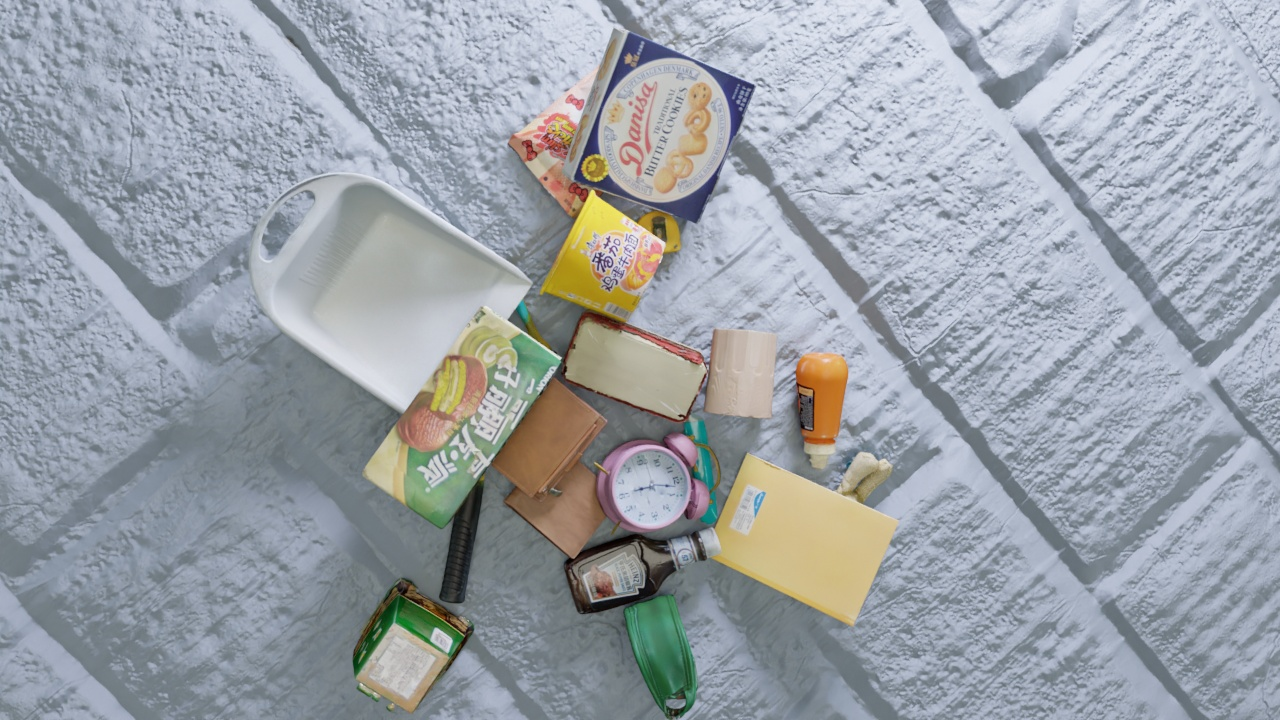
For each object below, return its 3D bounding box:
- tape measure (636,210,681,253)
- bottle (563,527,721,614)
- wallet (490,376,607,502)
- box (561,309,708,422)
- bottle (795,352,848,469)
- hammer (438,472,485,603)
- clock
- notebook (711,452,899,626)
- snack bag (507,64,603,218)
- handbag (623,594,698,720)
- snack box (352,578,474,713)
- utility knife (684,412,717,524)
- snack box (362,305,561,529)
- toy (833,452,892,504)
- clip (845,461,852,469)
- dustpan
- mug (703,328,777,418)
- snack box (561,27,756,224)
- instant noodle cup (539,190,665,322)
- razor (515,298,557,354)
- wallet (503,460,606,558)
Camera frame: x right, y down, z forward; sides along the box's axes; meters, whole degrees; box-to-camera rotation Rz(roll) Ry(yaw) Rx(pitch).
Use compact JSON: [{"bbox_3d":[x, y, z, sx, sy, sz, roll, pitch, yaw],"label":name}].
[{"bbox_3d":[0.020,-0.159,1.155,0.060,0.029,0.057,-9,92,-8],"label":"tape measure"},{"bbox_3d":[0.005,0.256,1.155,0.195,0.044,0.080,-17,95,-6],"label":"bottle"},{"bbox_3d":[-0.114,0.095,1.107,0.119,0.035,0.130,40,87,-6],"label":"wallet"},{"bbox_3d":[-0.007,0.007,1.122,0.168,0.080,0.091,21,103,-9],"label":"box"},{"bbox_3d":[0.232,0.066,1.178,0.066,0.067,0.149,-1,99,-8],"label":"bottle"},{"bbox_3d":[-0.206,0.149,1.131,0.128,0.033,0.300,11,90,-7],"label":"hammer"},{"bbox_3d":[0.025,0.152,1.143,0.158,0.060,0.117,-15,89,-16],"label":"clock"},{"bbox_3d":[0.201,0.224,1.161,0.206,0.010,0.146,23,90,15],"label":"notebook"},{"bbox_3d":[-0.048,-0.289,1.131,0.208,0.073,0.128,-42,97,2],"label":"snack bag"},{"bbox_3d":[0.027,0.358,1.121,0.068,0.131,0.120,-16,97,-3],"label":"handbag"},{"bbox_3d":[-0.275,0.347,1.090,0.118,0.105,0.117,35,86,-8],"label":"snack box"},{"bbox_3d":[0.077,0.137,1.181,0.029,0.013,0.151,-9,95,-5],"label":"utility knife"},{"bbox_3d":[-0.203,0.064,1.059,0.114,0.063,0.240,36,87,-3],"label":"snack box"},{"bbox_3d":[0.268,0.190,1.182,0.105,0.066,0.157,29,95,-25],"label":"toy"},{"bbox_3d":[0.300,0.141,1.208,0.057,0.047,0.014,2,94,-3],"label":"clip"},{"bbox_3d":[-0.299,-0.083,1.046,0.258,0.142,0.222,34,87,5],"label":"dustpan"},{"bbox_3d":[0.133,0.017,1.139,0.084,0.124,0.103,6,90,31],"label":"mug"},{"bbox_3d":[0.022,-0.274,1.093,0.182,0.045,0.178,14,111,-25],"label":"snack box"},{"bbox_3d":[-0.042,-0.117,1.093,0.110,0.138,0.138,26,88,-8],"label":"instant noodle cup"},{"bbox_3d":[-0.149,-0.058,1.134,0.043,0.028,0.132,-23,98,24],"label":"razor"},{"bbox_3d":[-0.097,0.173,1.143,0.115,0.020,0.101,44,70,-10],"label":"wallet"}]
